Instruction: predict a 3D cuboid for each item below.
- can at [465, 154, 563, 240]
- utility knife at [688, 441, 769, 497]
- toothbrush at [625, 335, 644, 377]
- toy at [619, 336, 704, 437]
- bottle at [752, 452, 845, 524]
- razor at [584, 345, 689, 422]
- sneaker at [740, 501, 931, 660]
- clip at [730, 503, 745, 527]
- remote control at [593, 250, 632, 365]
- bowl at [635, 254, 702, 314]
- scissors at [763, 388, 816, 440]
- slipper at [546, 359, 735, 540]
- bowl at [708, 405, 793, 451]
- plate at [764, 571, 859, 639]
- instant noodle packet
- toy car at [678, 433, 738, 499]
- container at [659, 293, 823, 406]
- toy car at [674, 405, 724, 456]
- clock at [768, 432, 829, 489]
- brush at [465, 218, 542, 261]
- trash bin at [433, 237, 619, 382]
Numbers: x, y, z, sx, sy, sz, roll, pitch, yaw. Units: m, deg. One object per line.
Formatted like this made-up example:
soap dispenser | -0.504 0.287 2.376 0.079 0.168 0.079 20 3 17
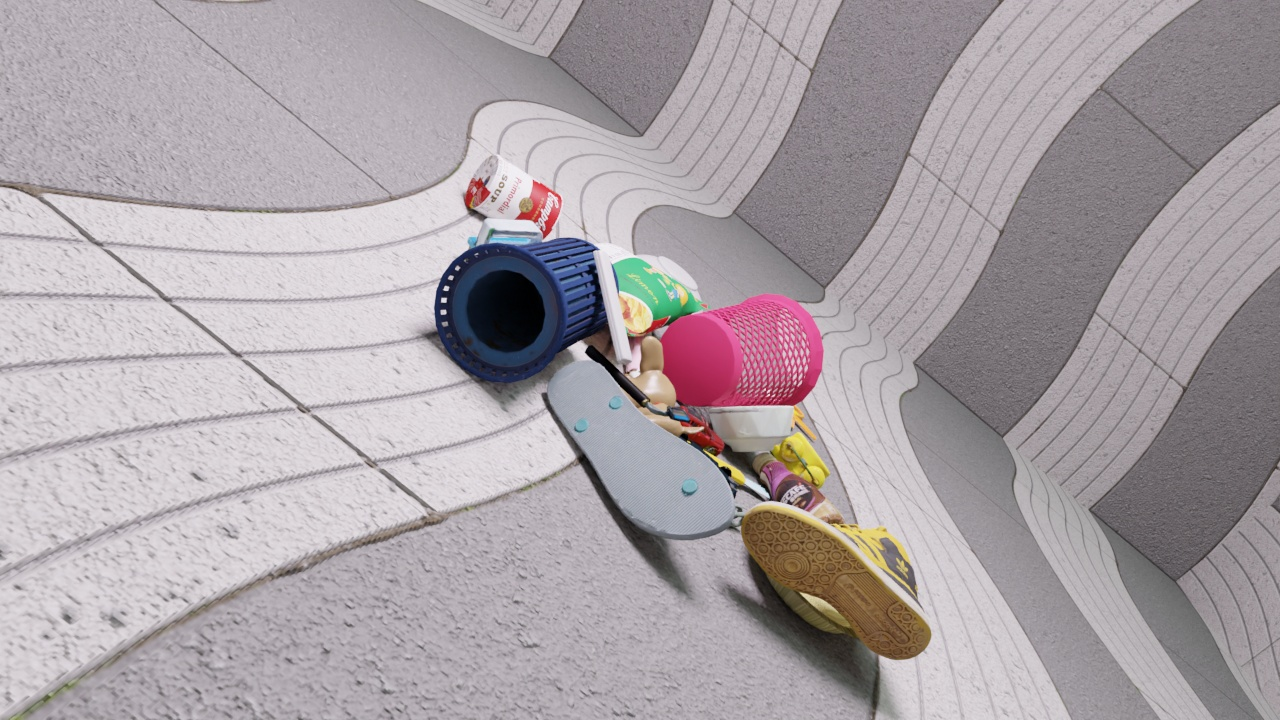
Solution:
can | -0.186 -0.236 1.350 0.116 0.087 0.086 28 22 -33
utility knife | 0.094 0.130 1.160 0.191 0.018 0.030 29 26 -23
toothbrush | -0.007 0.007 1.232 0.026 0.027 0.222 3 23 -1
toy | 0.008 0.058 1.051 0.105 0.134 0.108 -10 38 -10
bottle | 0.199 0.177 1.199 0.059 0.060 0.166 27 14 -35
razor | -0.010 0.028 1.001 0.144 0.022 0.042 36 8 27
sneaker | 0.208 0.205 0.976 0.238 0.086 0.121 41 24 -11
clip | 0.094 0.177 1.046 0.078 0.023 0.050 29 23 -25
remote control | -0.030 -0.060 1.027 0.033 0.012 0.130 26 50 -72
bowl | 0.047 -0.130 1.594 0.176 0.066 0.176 36 19 -14
scissors | 0.255 0.089 1.584 0.128 0.011 0.125 37 17 -5
slipper | -0.009 0.100 0.948 0.269 0.098 0.055 42 -20 34
bowl | 0.152 0.094 1.252 0.117 0.118 0.061 5 82 -60
plate | 0.190 0.251 1.038 0.184 0.036 0.184 35 19 -15
instant noodle packet | -0.030 -0.104 1.315 0.195 0.090 0.252 32 24 18
toy car | 0.069 0.126 1.093 0.112 0.034 0.046 40 19 -5
container | 0.136 -0.006 1.343 0.183 0.184 0.225 48 27 22
toy car | 0.071 0.091 1.184 0.091 0.036 0.042 38 17 -26
clock | 0.222 0.146 1.281 0.083 0.057 0.118 55 5 7
brush | -0.151 -0.142 1.171 0.135 0.075 0.055 -5 46 -44
trash bin | -0.113 -0.068 1.027 0.139 0.139 0.249 41 17 3
